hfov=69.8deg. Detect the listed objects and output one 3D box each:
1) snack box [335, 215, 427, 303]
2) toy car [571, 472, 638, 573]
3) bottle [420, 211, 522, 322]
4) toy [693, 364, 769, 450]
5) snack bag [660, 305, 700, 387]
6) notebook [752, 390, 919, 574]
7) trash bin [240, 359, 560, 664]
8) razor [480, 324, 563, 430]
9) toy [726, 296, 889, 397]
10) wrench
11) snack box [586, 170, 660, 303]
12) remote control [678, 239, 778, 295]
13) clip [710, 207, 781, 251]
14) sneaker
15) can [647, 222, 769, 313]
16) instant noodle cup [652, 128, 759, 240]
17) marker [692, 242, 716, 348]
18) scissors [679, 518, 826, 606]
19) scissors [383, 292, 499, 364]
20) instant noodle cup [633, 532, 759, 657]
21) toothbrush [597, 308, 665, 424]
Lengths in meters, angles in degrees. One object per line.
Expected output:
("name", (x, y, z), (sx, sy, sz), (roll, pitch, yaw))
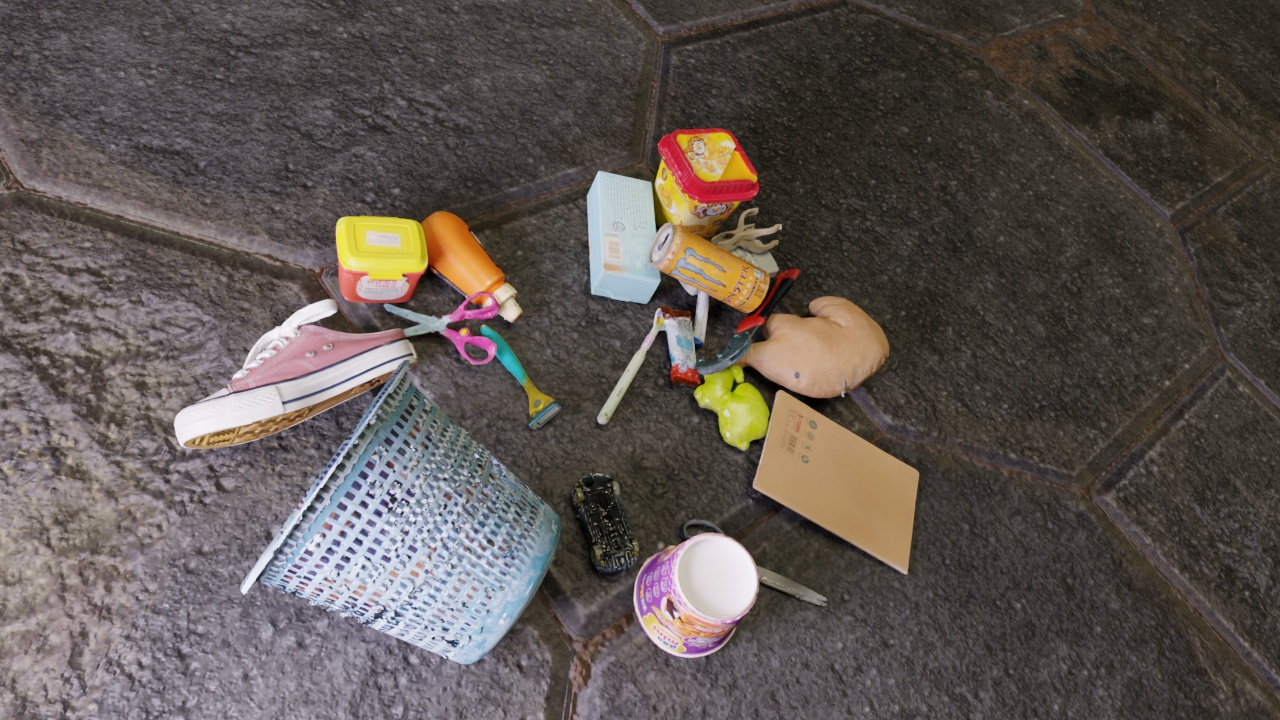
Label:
("snack box", (-0.281, -0.104, 0.986), (0.091, 0.080, 0.082), (-1, 56, -24))
("toy car", (-0.037, 0.164, 0.926), (0.048, 0.031, 0.105), (-5, 60, -27))
("bottle", (-0.190, -0.100, 1.038), (0.149, 0.067, 0.066), (45, 51, 3))
("toy", (0.111, 0.052, 1.067), (0.100, 0.031, 0.096), (28, 63, -2))
("snack bag", (0.048, -0.017, 1.088), (0.045, 0.026, 0.105), (8, 62, -27))
("notebook", (0.231, 0.137, 1.059), (0.207, 0.008, 0.147), (30, 49, -10))
("trash bin", (-0.186, 0.146, 0.778), (0.195, 0.227, 0.225), (36, 49, -12))
("razor", (-0.135, 0.013, 0.997), (0.132, 0.043, 0.028), (52, 8, 18))
("toy", (0.207, -0.008, 1.130), (0.225, 0.083, 0.143), (-20, 46, -31))
("wrench", (0.143, -0.055, 1.140), (0.272, 0.056, 0.016), (-46, 118, -47))
("snack box", (-0.023, -0.156, 1.153), (0.074, 0.052, 0.174), (9, 54, -19))
("remote control", (0.113, -0.124, 1.207), (0.149, 0.021, 0.058), (-15, 63, -32))
("clip", (0.147, -0.162, 1.212), (0.095, 0.035, 0.101), (23, 42, 17))
("sneaker", (-0.329, 0.008, 0.870), (0.240, 0.119, 0.088), (-27, 87, -41))
("can", (0.084, -0.111, 1.112), (0.146, 0.058, 0.058), (24, 49, -22))
("instant noodle cup", (0.072, -0.222, 1.194), (0.116, 0.124, 0.116), (-10, 61, -29))
("marker", (0.080, -0.083, 1.146), (0.017, 0.017, 0.145), (15, 65, -12))
("scissors", (0.113, 0.229, 0.958), (0.132, 0.014, 0.175), (-30, 75, -35))
("scissors", (-0.213, -0.046, 0.995), (0.135, 0.017, 0.107), (20, 69, 2))
("instant noodle cup", (0.057, 0.218, 0.875), (0.111, 0.099, 0.111), (6, 62, -12))
("toothbrush", (-0.006, 0.006, 1.062), (0.029, 0.020, 0.189), (48, 47, -18))
